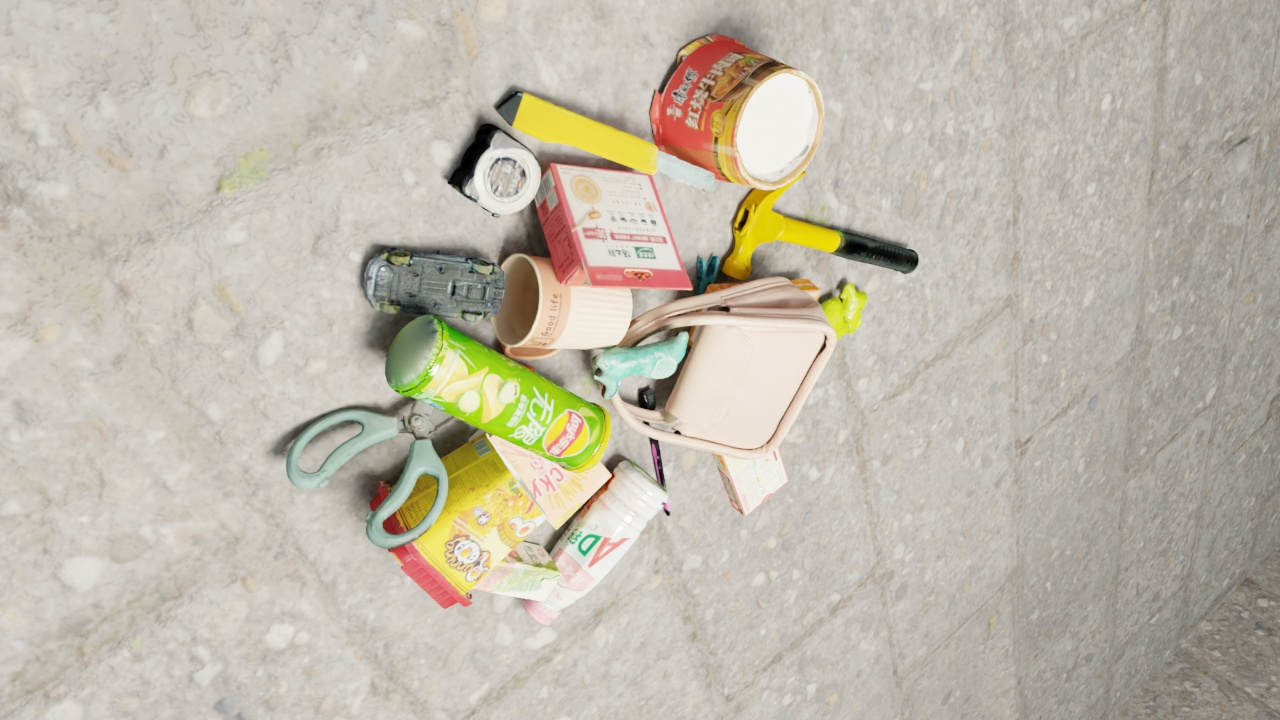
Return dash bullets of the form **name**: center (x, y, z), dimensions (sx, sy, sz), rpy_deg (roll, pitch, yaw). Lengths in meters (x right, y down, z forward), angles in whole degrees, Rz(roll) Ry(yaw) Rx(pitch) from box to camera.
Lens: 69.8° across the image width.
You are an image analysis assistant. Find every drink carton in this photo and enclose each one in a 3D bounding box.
- **drink carton**: center (-0.145, 0.213, 0.946), dimensions (0.122, 0.053, 0.045), rpy_deg (25, 101, -43)

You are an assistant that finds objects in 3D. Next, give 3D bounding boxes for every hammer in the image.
- **hammer**: center (0.221, -0.137, 1.054), dimensions (0.300, 0.033, 0.129), rpy_deg (7, 110, -39)

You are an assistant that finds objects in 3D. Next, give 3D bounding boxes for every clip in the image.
- **clip**: center (0.070, -0.085, 0.978), dimensions (0.047, 0.014, 0.057), rpy_deg (-9, 122, -31)

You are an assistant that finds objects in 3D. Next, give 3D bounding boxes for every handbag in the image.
- **handbag**: center (0.068, 0.009, 0.954), dimensions (0.233, 0.093, 0.194), rpy_deg (1, 126, -28)

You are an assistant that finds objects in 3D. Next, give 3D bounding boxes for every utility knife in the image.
- **utility knife**: center (-0.024, -0.188, 0.810), dimensions (0.216, 0.015, 0.033), rpy_deg (16, 112, -23)

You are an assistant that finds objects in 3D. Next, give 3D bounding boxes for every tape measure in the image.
- **tape measure**: center (-0.120, -0.158, 0.780), dimensions (0.066, 0.033, 0.066), rpy_deg (31, 94, -41)

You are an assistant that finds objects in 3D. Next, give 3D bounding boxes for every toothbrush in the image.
- **toothbrush**: center (0.020, 0.107, 1.044), dimensions (0.017, 0.014, 0.189), rpy_deg (-35, 131, -30)

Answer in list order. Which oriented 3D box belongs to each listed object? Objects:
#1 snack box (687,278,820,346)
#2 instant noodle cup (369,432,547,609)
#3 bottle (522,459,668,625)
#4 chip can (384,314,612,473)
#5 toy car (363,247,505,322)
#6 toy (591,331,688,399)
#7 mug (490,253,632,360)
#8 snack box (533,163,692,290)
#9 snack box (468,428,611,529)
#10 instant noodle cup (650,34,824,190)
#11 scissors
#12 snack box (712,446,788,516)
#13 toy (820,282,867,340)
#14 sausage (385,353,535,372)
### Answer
- **snack box**: center (0.126, -0.051, 1.019), dimensions (0.153, 0.026, 0.075), rpy_deg (-7, 132, -36)
- **instant noodle cup**: center (-0.164, 0.142, 0.844), dimensions (0.123, 0.116, 0.116), rpy_deg (-37, 131, -8)
- **bottle**: center (-0.053, 0.203, 1.005), dimensions (0.197, 0.068, 0.068), rpy_deg (-51, 133, 0)
- **chip can**: center (-0.123, 0.033, 0.820), dimensions (0.221, 0.072, 0.072), rpy_deg (32, 92, -40)
- **toy car**: center (-0.175, -0.065, 0.787), dimensions (0.120, 0.037, 0.054), rpy_deg (3, 113, -28)
- **toy**: center (-0.005, 0.005, 0.876), dimensions (0.091, 0.030, 0.097), rpy_deg (-5, 146, -19)
- **mug**: center (-0.080, -0.041, 0.850), dimensions (0.105, 0.081, 0.115), rpy_deg (3, 138, -40)
- **snack box**: center (-0.026, -0.108, 0.818), dimensions (0.113, 0.127, 0.044), rpy_deg (-2, 155, -37)
- **snack box**: center (-0.099, 0.100, 0.939), dimensions (0.084, 0.026, 0.157), rpy_deg (-44, 132, -9)
- **instant noodle cup**: center (0.098, -0.225, 0.859), dimensions (0.137, 0.108, 0.138), rpy_deg (-18, 123, -30)
- **scissors**: center (-0.203, 0.088, 0.793), dimensions (0.176, 0.171, 0.019), rpy_deg (-28, 160, -31)
- **snack box**: center (0.131, 0.116, 1.123), dimensions (0.077, 0.027, 0.156), rpy_deg (-36, 130, -16)
- **toy**: center (0.235, -0.047, 1.113), dimensions (0.100, 0.031, 0.097), rpy_deg (-14, 121, -37)
- **sausage**: center (-0.159, 0.006, 0.846), dimensions (0.165, 0.021, 0.021), rpy_deg (10, 107, -40)
